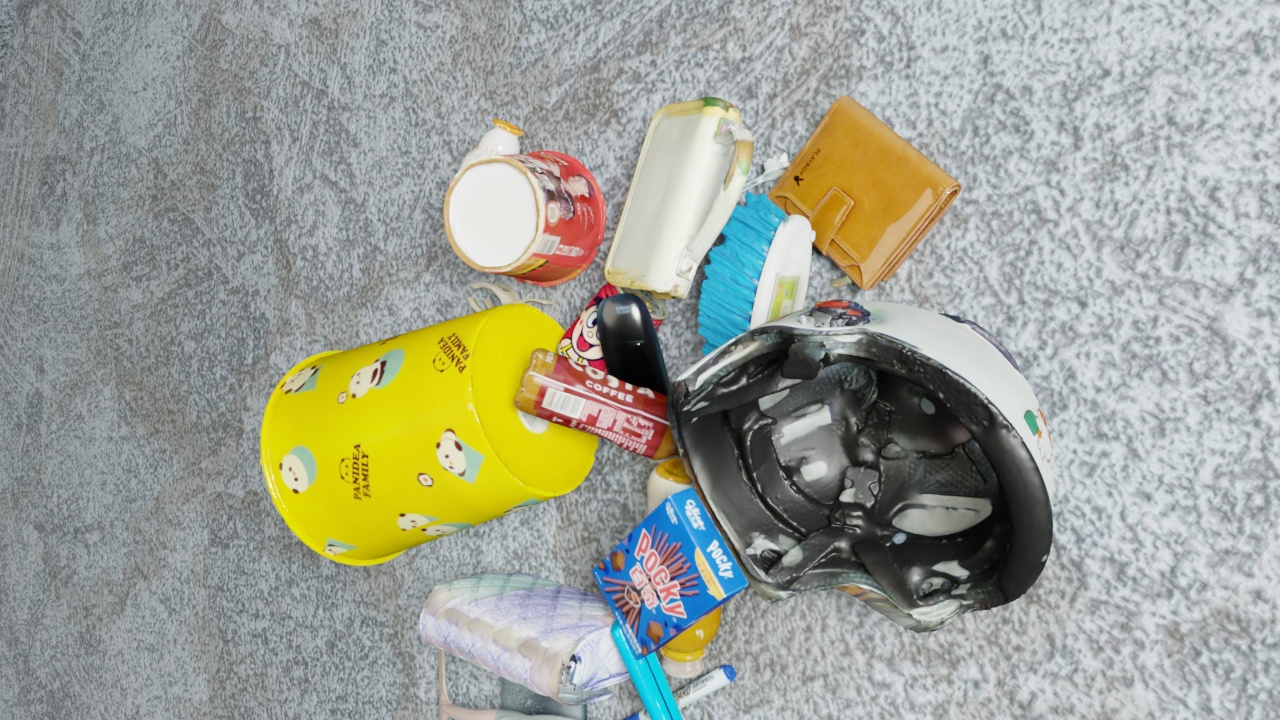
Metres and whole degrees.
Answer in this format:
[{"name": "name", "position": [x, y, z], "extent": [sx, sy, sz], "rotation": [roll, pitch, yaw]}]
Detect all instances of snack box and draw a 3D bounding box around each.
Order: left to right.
[{"name": "snack box", "position": [0.018, 0.172, 0.724], "extent": [0.084, 0.026, 0.158], "rotation": [60, 142, 19]}]

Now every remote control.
[{"name": "remote control", "position": [-0.005, 0.005, 0.822], "extent": [0.053, 0.024, 0.136], "rotation": [-11, 116, 10]}]

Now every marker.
[{"name": "marker", "position": [0.030, 0.308, 0.826], "extent": [0.146, 0.016, 0.017], "rotation": [-39, 64, 30]}]

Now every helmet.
[{"name": "helmet", "position": [0.162, 0.053, 0.637], "extent": [0.275, 0.156, 0.230], "rotation": [-14, 108, 45]}]

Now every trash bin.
[{"name": "trash bin", "position": [-0.195, 0.067, 0.900], "extent": [0.256, 0.229, 0.229], "rotation": [-18, 76, 30]}]

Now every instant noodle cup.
[{"name": "instant noodle cup", "position": [-0.115, -0.140, 0.887], "extent": [0.138, 0.108, 0.138], "rotation": [2, 97, 21]}]

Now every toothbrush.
[{"name": "toothbrush", "position": [0.058, -0.142, 0.832], "extent": [0.181, 0.016, 0.016], "rotation": [-23, 65, 35]}]

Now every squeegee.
[{"name": "squeegee", "position": [-0.144, 0.361, 0.928], "extent": [0.250, 0.040, 0.247], "rotation": [-10, 78, 41]}]

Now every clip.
[{"name": "clip", "position": [-0.138, -0.055, 0.974], "extent": [0.100, 0.034, 0.071], "rotation": [23, 101, 29]}]

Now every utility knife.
[{"name": "utility knife", "position": [0.033, 0.325, 0.776], "extent": [0.018, 0.034, 0.238], "rotation": [-30, 81, 37]}]

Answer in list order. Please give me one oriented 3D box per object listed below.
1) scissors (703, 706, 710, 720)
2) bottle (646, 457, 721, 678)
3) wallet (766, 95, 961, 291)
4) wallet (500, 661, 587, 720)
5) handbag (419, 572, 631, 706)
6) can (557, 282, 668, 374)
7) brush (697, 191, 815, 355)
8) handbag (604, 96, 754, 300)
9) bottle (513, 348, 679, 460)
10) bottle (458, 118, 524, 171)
[{"name": "scissors", "position": [0.076, 0.391, 0.787], "extent": [0.164, 0.012, 0.162], "rotation": [11, 94, 39]}, {"name": "bottle", "position": [0.038, 0.179, 0.784], "extent": [0.068, 0.067, 0.190], "rotation": [13, 109, 38]}, {"name": "wallet", "position": [0.171, -0.128, 0.734], "extent": [0.119, 0.035, 0.130], "rotation": [-52, 56, 20]}, {"name": "wallet", "position": [-0.099, 0.338, 0.927], "extent": [0.121, 0.019, 0.097], "rotation": [-6, 81, 39]}, {"name": "handbag", "position": [-0.095, 0.255, 0.854], "extent": [0.194, 0.134, 0.075], "rotation": [5, 90, 40]}, {"name": "can", "position": [-0.026, -0.029, 0.858], "extent": [0.094, 0.066, 0.066], "rotation": [-49, 60, 25]}, {"name": "brush", "position": [0.092, 0.024, 0.769], "extent": [0.109, 0.060, 0.315], "rotation": [30, 116, 47]}, {"name": "handbag", "position": [0.044, -0.128, 0.749], "extent": [0.179, 0.063, 0.163], "rotation": [24, 98, 68]}, {"name": "bottle", "position": [-0.020, 0.045, 0.797], "extent": [0.057, 0.175, 0.057], "rotation": [-160, 92, -82]}, {"name": "bottle", "position": [-0.160, -0.201, 0.978], "extent": [0.063, 0.063, 0.108], "rotation": [38, 111, 34]}]
